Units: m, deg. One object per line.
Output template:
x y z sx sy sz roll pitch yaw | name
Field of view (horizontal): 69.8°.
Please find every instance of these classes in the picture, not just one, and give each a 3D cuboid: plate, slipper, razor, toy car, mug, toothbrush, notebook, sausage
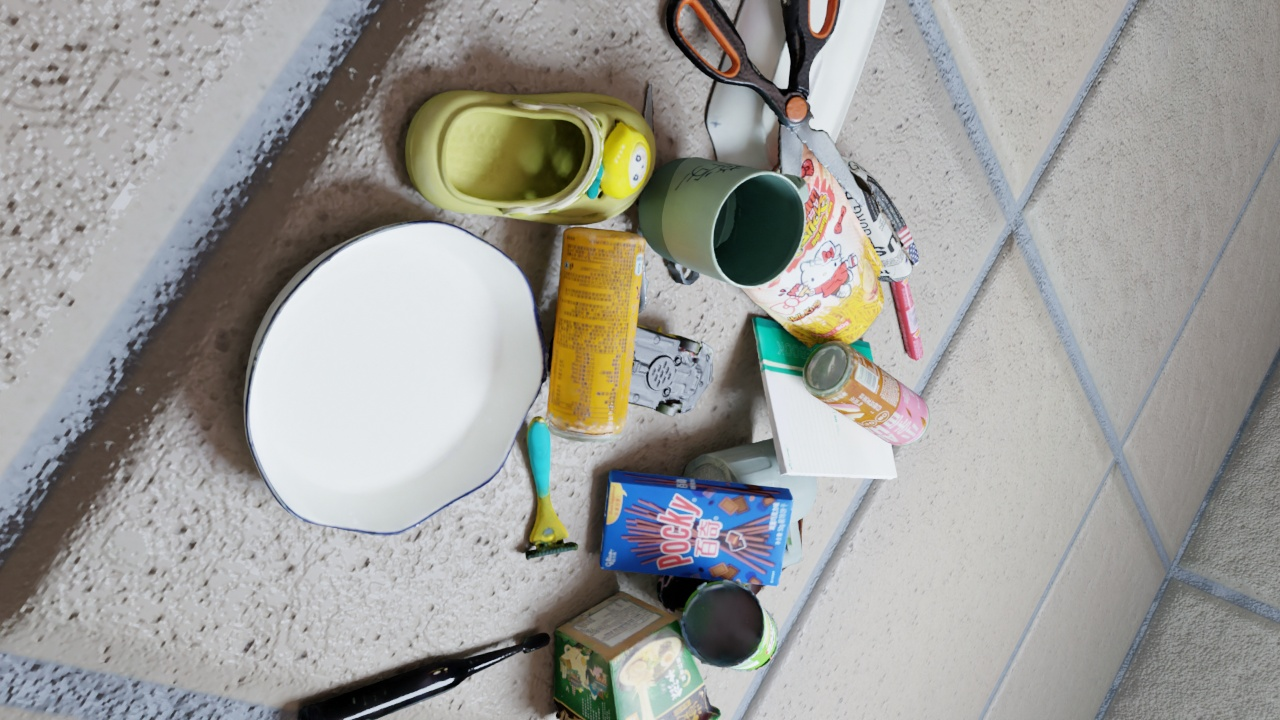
-0.155 0.010 0.587 0.204 0.046 0.205 -21 122 -38 | plate
-0.056 -0.128 0.599 0.190 0.082 0.092 -7 115 -40 | slipper
-0.075 0.097 0.715 0.043 0.028 0.133 -8 120 -9 | razor
0.068 0.203 0.899 0.122 0.037 0.056 -18 121 -24 | toy car
0.066 -0.111 0.678 0.111 0.106 0.082 -30 120 -20 | mug
0.144 -0.262 0.767 0.161 0.034 0.266 15 97 -47 | plate
-0.155 0.244 0.705 0.212 0.026 0.027 -6 146 -44 | toothbrush
0.184 0.041 0.899 0.208 0.012 0.150 8 68 -47 | notebook
-0.004 0.004 0.733 0.155 0.041 0.071 14 98 -41 | toy car
0.296 -0.053 1.020 0.020 0.020 0.156 -45 133 -21 | sausage
0.104 0.139 0.857 0.103 0.084 0.124 -5 85 -42 | mug

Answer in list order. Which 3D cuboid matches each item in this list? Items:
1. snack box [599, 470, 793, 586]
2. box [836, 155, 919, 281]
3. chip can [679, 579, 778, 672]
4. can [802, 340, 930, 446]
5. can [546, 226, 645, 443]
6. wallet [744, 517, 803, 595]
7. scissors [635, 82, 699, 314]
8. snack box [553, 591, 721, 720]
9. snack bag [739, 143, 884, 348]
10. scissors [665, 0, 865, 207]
0.047 0.144 0.785 0.157 0.026 0.085 6 109 -1 | snack box
0.225 -0.140 0.878 0.163 0.074 0.079 43 68 -43 | box
0.086 0.248 0.841 0.072 0.072 0.236 -57 161 -10 | chip can
0.220 0.034 0.886 0.147 0.058 0.058 29 86 -38 | can
-0.032 -0.019 0.647 0.058 0.058 0.146 -4 105 -44 | can
0.142 0.181 0.974 0.096 0.020 0.122 -25 126 -35 | wallet
0.006 -0.115 0.713 0.159 0.014 0.172 26 87 -47 | scissors
-0.010 0.272 0.804 0.117 0.118 0.106 -21 111 -37 | snack box
0.145 -0.093 0.810 0.128 0.073 0.208 -46 138 4 | snack bag
0.105 -0.214 0.708 0.223 0.022 0.221 13 96 -22 | scissors
